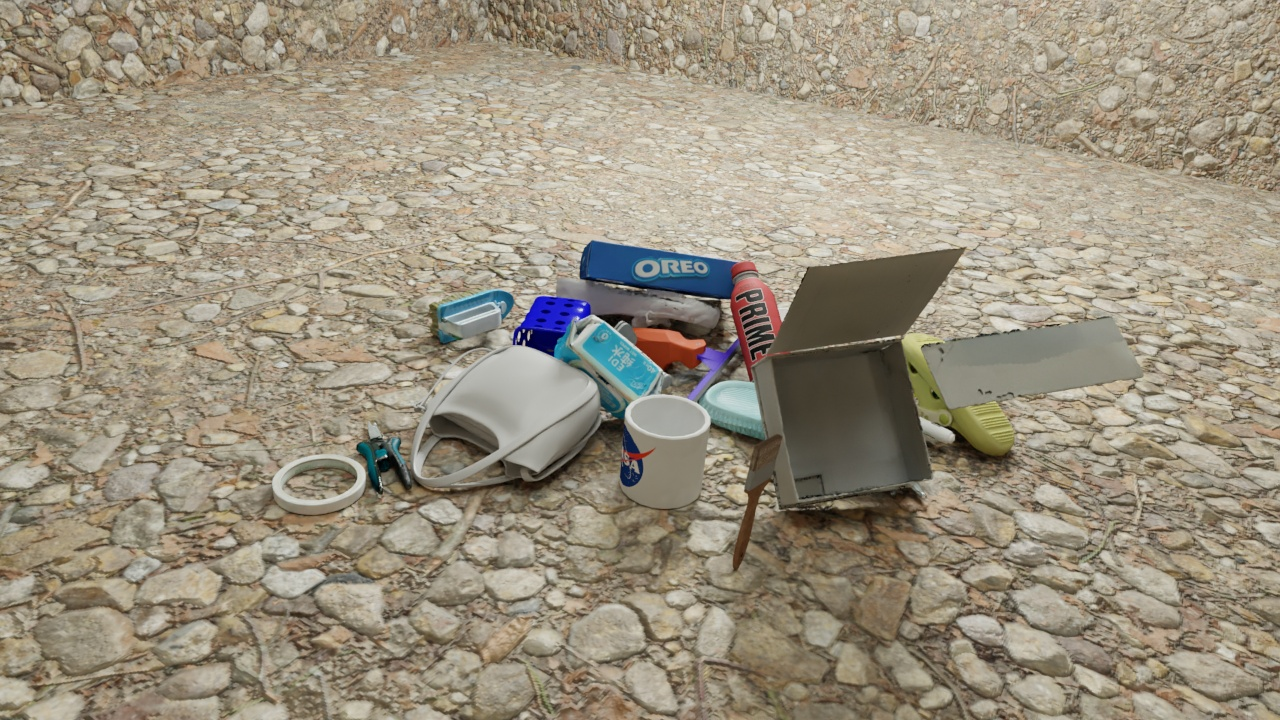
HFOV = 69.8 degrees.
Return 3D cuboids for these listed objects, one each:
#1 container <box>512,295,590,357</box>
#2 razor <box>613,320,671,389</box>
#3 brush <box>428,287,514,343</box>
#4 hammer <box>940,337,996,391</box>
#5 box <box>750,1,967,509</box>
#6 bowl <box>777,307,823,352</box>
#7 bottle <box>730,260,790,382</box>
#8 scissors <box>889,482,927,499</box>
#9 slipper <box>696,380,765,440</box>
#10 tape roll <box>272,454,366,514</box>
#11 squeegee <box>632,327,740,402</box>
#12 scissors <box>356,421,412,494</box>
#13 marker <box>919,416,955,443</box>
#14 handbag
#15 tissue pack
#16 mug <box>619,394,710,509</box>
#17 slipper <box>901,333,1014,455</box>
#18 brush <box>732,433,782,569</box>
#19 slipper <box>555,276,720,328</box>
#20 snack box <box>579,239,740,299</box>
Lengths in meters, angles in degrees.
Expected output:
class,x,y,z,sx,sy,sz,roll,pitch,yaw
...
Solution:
class,x,y,z,sx,sy,sz,roll,pitch,yaw
container,-0.116,-0.026,1.217,0.084,0.085,0.113,8,27,4
razor,-0.007,0.007,1.176,0.116,0.047,0.088,27,69,38
brush,-0.229,-0.067,1.306,0.075,0.055,0.135,20,31,36
hammer,0.317,0.030,1.234,0.321,0.044,0.098,-9,31,-21
box,0.215,-0.087,0.926,0.166,0.507,0.148,-8,26,-13
bowl,0.213,-0.031,1.314,0.105,0.054,0.104,2,28,-1
bottle,0.158,-0.052,1.240,0.062,0.062,0.176,-5,66,-17
scissors,0.308,0.109,1.104,0.154,0.015,0.209,-5,29,-22
slipper,0.196,0.062,1.102,0.276,0.070,0.115,15,37,28
tape roll,-0.336,0.129,0.961,0.093,0.013,0.093,3,28,-2
squeegee,0.029,-0.016,1.254,0.185,0.055,0.248,6,24,23
scissors,-0.289,0.105,1.009,0.129,0.019,0.138,13,27,16
marker,0.331,0.072,1.147,0.134,0.017,0.020,27,-4,35
handbag,-0.174,0.076,1.052,0.216,0.096,0.222,24,46,33
tissue pack,-0.038,0.013,1.100,0.144,0.093,0.061,40,66,-4
mug,0.022,0.091,1.009,0.091,0.090,0.121,-2,29,-14
slipper,0.392,0.051,1.167,0.091,0.082,0.190,-10,56,-38
brush,0.106,0.139,0.873,0.008,0.143,0.045,25,25,30
slipper,-0.007,-0.077,1.341,0.247,0.075,0.112,7,17,10
snack box,0.032,-0.132,1.376,0.239,0.056,0.195,7,3,-7
